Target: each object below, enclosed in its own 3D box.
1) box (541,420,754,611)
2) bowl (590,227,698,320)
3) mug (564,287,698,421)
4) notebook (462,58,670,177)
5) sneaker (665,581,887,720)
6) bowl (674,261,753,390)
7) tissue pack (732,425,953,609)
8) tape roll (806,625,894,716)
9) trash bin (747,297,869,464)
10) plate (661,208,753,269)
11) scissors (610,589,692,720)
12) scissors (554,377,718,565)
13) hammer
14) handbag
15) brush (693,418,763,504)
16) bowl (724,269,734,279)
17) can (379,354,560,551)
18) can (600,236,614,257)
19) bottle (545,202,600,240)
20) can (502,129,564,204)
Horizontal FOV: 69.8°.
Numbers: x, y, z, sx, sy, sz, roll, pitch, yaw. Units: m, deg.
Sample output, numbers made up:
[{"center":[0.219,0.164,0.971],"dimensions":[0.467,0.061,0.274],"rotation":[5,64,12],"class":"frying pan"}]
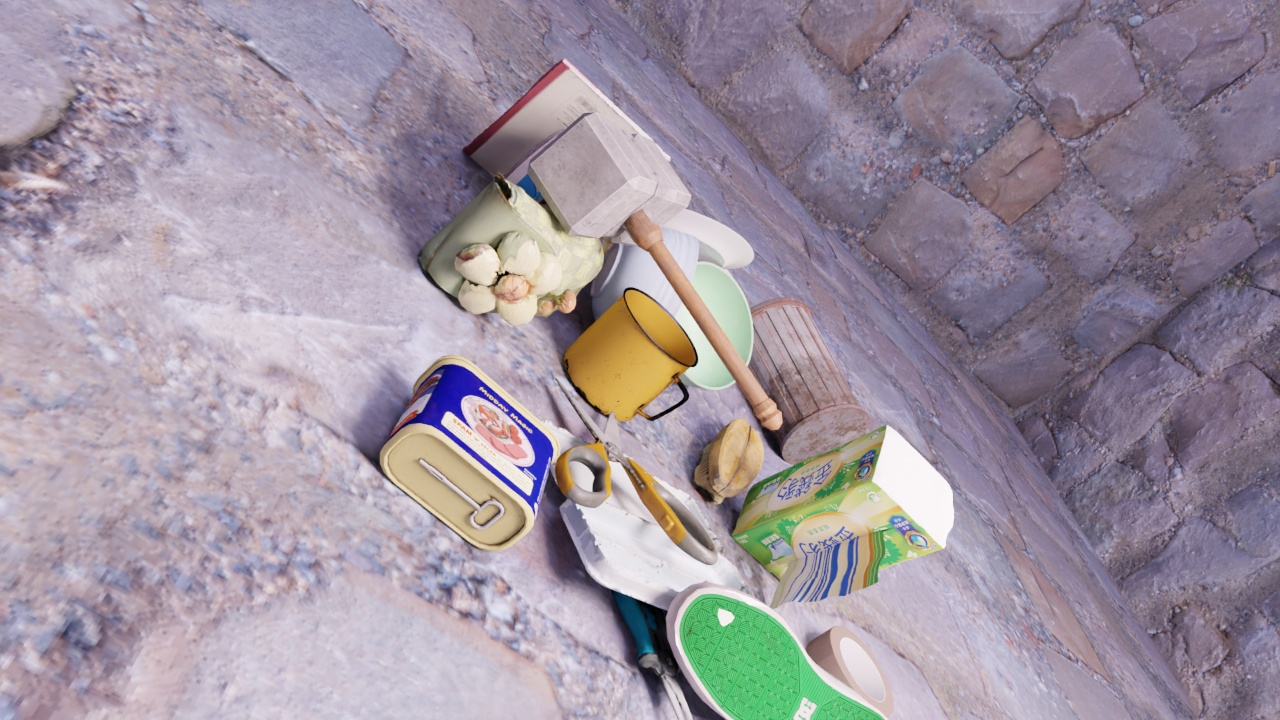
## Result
[{"center":[0.007,0.142,0.765],"dimensions":[0.208,0.037,0.189],"rotation":[32,13,-39],"class":"box"},{"center":[-0.007,-0.084,0.998],"dimensions":[0.074,0.151,0.150],"rotation":[25,28,-16],"class":"bowl"},{"center":[-0.005,0.006,0.899],"dimensions":[0.123,0.094,0.100],"rotation":[55,22,21],"class":"mug"},{"center":[-0.087,-0.229,1.015],"dimensions":[0.153,0.209,0.012],"rotation":[39,53,-24],"class":"notebook"},{"center":[0.095,0.247,0.716],"dimensions":[0.235,0.084,0.079],"rotation":[42,-17,-23],"class":"sneaker"},{"center":[0.058,-0.036,1.089],"dimensions":[0.150,0.077,0.150],"rotation":[9,77,-42],"class":"bowl"},{"center":[0.184,0.171,0.876],"dimensions":[0.120,0.198,0.141],"rotation":[38,47,-9],"class":"tissue pack"},{"center":[0.203,0.305,0.886],"dimensions":[0.093,0.030,0.093],"rotation":[41,23,-21],"class":"tape roll"},{"center":[0.206,0.021,1.245],"dimensions":[0.130,0.131,0.211],"rotation":[26,33,-46],"class":"trash bin"},{"center":[0.040,-0.139,1.085],"dimensions":[0.188,0.016,0.189],"rotation":[17,-11,3],"class":"plate"},{"center":[0.004,0.201,0.685],"dimensions":[0.144,0.019,0.126],"rotation":[48,18,3],"class":"scissors"},{"center":[-0.026,0.084,0.760],"dimensions":[0.225,0.016,0.216],"rotation":[48,15,30],"class":"scissors"},{"center":[0.038,-0.070,0.852],"dimensions":[0.317,0.083,0.162],"rotation":[57,19,9],"class":"hammer"},{"center":[-0.101,-0.087,0.845],"dimensions":[0.186,0.113,0.117],"rotation":[19,36,-54],"class":"handbag"},{"center":[0.098,0.108,1.001],"dimensions":[0.059,0.043,0.195],"rotation":[50,20,-1],"class":"brush"},{"center":[0.064,-0.119,1.256],"dimensions":[0.176,0.066,0.176],"rotation":[49,-1,1],"class":"bowl"},{"center":[-0.116,0.065,0.635],"dimensions":[0.116,0.057,0.092],"rotation":[43,23,-16],"class":"can"},{"center":[-0.039,-0.140,1.160],"dimensions":[0.079,0.038,0.038],"rotation":[57,22,19],"class":"can"},{"center":[-0.079,-0.144,0.993],"dimensions":[0.059,0.059,0.167],"rotation":[50,1,3],"class":"bottle"},{"center":[-0.111,-0.180,0.959],"dimensions":[0.044,0.130,0.129],"rotation":[47,21,-5],"class":"can"}]
